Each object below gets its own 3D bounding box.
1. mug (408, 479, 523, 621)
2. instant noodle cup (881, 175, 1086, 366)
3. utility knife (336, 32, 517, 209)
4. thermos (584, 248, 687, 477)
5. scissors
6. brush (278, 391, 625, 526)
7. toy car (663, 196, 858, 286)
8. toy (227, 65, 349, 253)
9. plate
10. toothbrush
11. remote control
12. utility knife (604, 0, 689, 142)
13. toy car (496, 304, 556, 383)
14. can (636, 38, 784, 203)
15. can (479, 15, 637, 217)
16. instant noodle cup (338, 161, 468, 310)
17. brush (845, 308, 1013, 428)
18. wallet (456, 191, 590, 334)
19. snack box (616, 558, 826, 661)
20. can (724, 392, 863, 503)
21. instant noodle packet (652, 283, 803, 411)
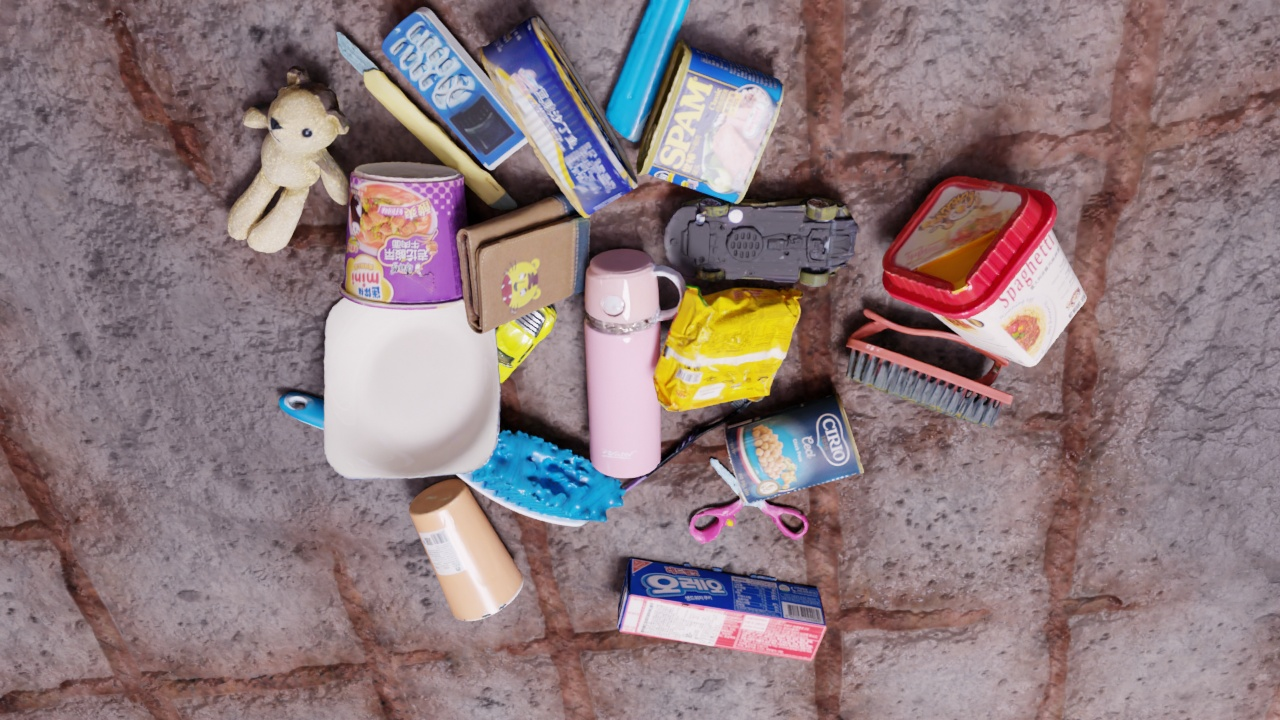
[{"bbox_3d":[-0.173,0.181,0.892,0.078,0.078,0.123,-18,113,10],"label":"mug"},{"bbox_3d":[0.277,-0.066,0.725,0.124,0.117,0.116,37,89,-30],"label":"instant noodle cup"},{"bbox_3d":[-0.169,-0.181,0.717,0.183,0.019,0.031,40,141,-24],"label":"utility knife"},{"bbox_3d":[-0.005,0.005,0.793,0.087,0.067,0.199,6,119,10],"label":"thermos"},{"bbox_3d":[0.109,0.141,0.902,0.134,0.017,0.133,41,108,-16],"label":"scissors"},{"bbox_3d":[-0.173,0.084,0.841,0.314,0.060,0.110,26,150,-16],"label":"brush"},{"bbox_3d":[0.098,-0.101,0.750,0.158,0.042,0.070,2,119,-1],"label":"toy car"},{"bbox_3d":[-0.278,-0.149,0.712,0.105,0.066,0.158,44,124,4],"label":"toy"},{"bbox_3d":[-0.192,0.019,0.788,0.164,0.034,0.163,-4,82,15],"label":"plate"},{"bbox_3d":[0.038,0.080,0.867,0.189,0.014,0.017,-39,105,20],"label":"toothbrush"},{"bbox_3d":[-0.137,-0.206,0.699,0.049,0.024,0.125,-28,115,30],"label":"remote control"},{"bbox_3d":[0.017,-0.252,0.679,0.034,0.018,0.182,28,116,8],"label":"utility knife"},{"bbox_3d":[-0.118,-0.016,0.804,0.048,0.032,0.105,37,115,-19],"label":"toy car"},{"bbox_3d":[0.052,-0.179,0.699,0.083,0.057,0.102,16,118,-11],"label":"can"},{"bbox_3d":[-0.059,-0.181,0.688,0.049,0.074,0.148,-29,115,12],"label":"can"},{"bbox_3d":[-0.182,-0.101,0.719,0.111,0.111,0.099,3,111,-1],"label":"instant noodle cup"},{"bbox_3d":[0.248,0.004,0.800,0.146,0.063,0.069,19,95,-8],"label":"brush"},{"bbox_3d":[-0.091,-0.079,0.728,0.033,0.115,0.090,24,127,36],"label":"wallet"},{"bbox_3d":[0.081,0.255,0.940,0.207,0.057,0.058,10,121,-6],"label":"snack box"},{"bbox_3d":[0.137,0.081,0.832,0.111,0.075,0.075,-18,118,10],"label":"can"},{"bbox_3d":[0.071,-0.013,0.769,0.128,0.044,0.111,-4,121,-40],"label":"instant noodle packet"}]
